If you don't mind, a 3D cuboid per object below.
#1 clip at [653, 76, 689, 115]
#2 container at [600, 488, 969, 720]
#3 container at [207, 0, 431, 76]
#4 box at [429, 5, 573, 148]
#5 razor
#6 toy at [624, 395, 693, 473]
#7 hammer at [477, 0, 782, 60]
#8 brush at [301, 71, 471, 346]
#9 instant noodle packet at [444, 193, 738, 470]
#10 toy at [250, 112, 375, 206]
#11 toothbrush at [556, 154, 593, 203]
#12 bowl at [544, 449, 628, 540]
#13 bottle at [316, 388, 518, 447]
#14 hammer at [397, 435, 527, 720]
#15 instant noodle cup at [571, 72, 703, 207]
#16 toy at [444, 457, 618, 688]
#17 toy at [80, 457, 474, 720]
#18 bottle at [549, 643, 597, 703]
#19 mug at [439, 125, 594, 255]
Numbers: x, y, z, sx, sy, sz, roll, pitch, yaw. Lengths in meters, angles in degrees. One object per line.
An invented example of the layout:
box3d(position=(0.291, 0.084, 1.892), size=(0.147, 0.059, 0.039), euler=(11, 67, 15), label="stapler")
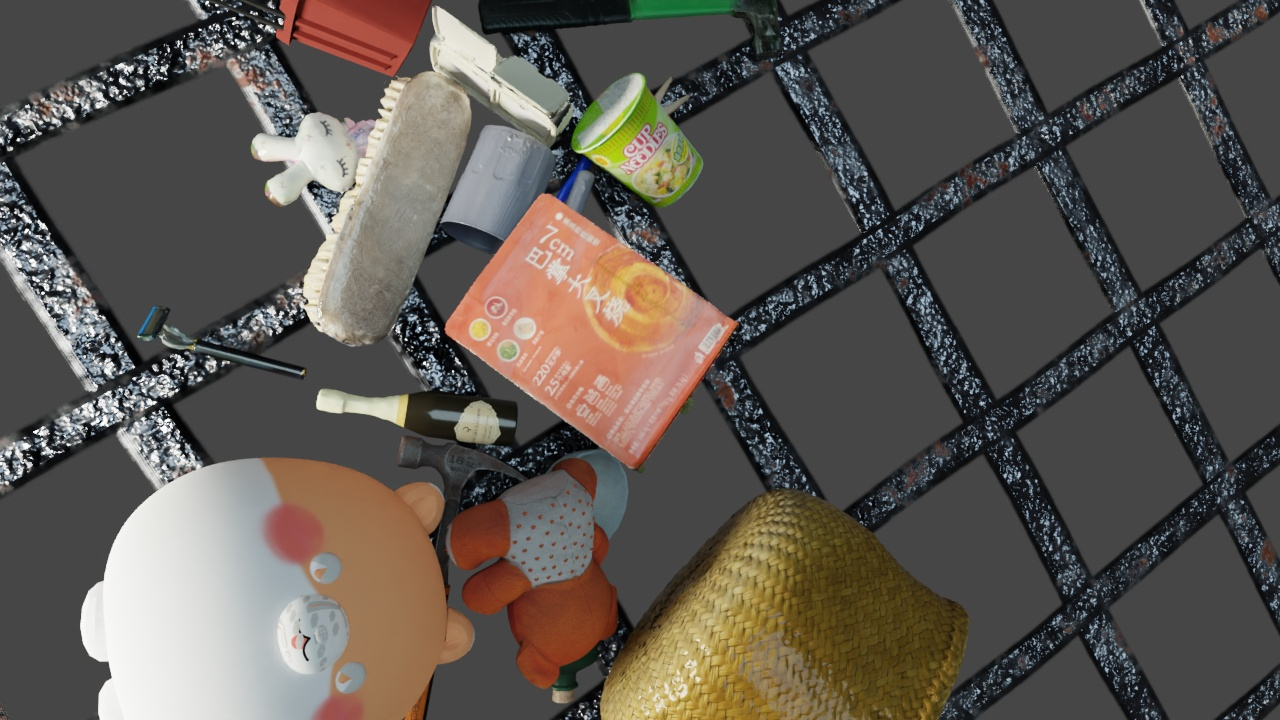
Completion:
box3d(position=(0.028, -0.265, 0.968), size=(0.041, 0.024, 0.061), euler=(33, 88, -10), label="clip")
box3d(position=(0.107, 0.269, 0.818), size=(0.196, 0.307, 0.306), euler=(40, 78, 2), label="container")
box3d(position=(-0.293, -0.346, 0.817), size=(0.200, 0.148, 0.127), euler=(22, 83, -23), label="container")
box3d(position=(-0.131, -0.257, 0.840), size=(0.143, 0.184, 0.050), euler=(33, 86, -8), label="box")
box3d(position=(-0.381, -0.008, 0.844), size=(0.144, 0.022, 0.042), euler=(21, 42, -18), label="razor")
box3d(position=(-0.006, 0.006, 0.917), size=(0.152, 0.078, 0.179), euler=(-34, 97, -6), label="toy")
box3d(position=(-0.009, -0.371, 0.958), size=(0.318, 0.032, 0.130), euler=(-10, 91, -15), label="hammer")
box3d(position=(-0.235, -0.144, 0.860), size=(0.083, 0.057, 0.271), euler=(24, 82, -38), label="brush")
box3d(position=(-0.047, -0.029, 0.837), size=(0.221, 0.084, 0.164), euler=(35, 88, -1), label="instant noodle packet")
box3d(position=(-0.301, -0.195, 0.865), size=(0.122, 0.038, 0.079), euler=(-26, 88, -18), label="toy")
box3d(position=(-0.074, -0.181, 0.938), size=(0.018, 0.016, 0.182), euler=(26, 76, 24), label="toothbrush")
box3d(position=(-0.064, 0.136, 0.902), size=(0.106, 0.039, 0.106), euler=(-11, 107, -42), label="bowl")
box3d(position=(-0.212, 0.049, 0.874), size=(0.184, 0.045, 0.045), euler=(9, 85, -15), label="bottle")
box3d(position=(-0.188, 0.238, 0.880), size=(0.137, 0.035, 0.314), euler=(11, 86, -16), label="hammer")
box3d(position=(0.002, -0.213, 0.916), size=(0.108, 0.099, 0.098), euler=(39, 77, -31), label="instant noodle cup")
box3d(position=(-0.082, 0.186, 0.810), size=(0.163, 0.093, 0.172), euler=(-23, 103, -45), label="toy")
box3d(position=(-0.282, 0.204, 0.738), size=(0.280, 0.266, 0.262), euler=(-13, 88, -26), label="toy")
box3d(position=(-0.075, 0.265, 0.895), size=(0.061, 0.061, 0.131), euler=(1, 87, -18), label="bottle")
box3d(position=(-0.116, -0.154, 0.886), size=(0.124, 0.084, 0.104), euler=(20, 80, -1), label="mug")
